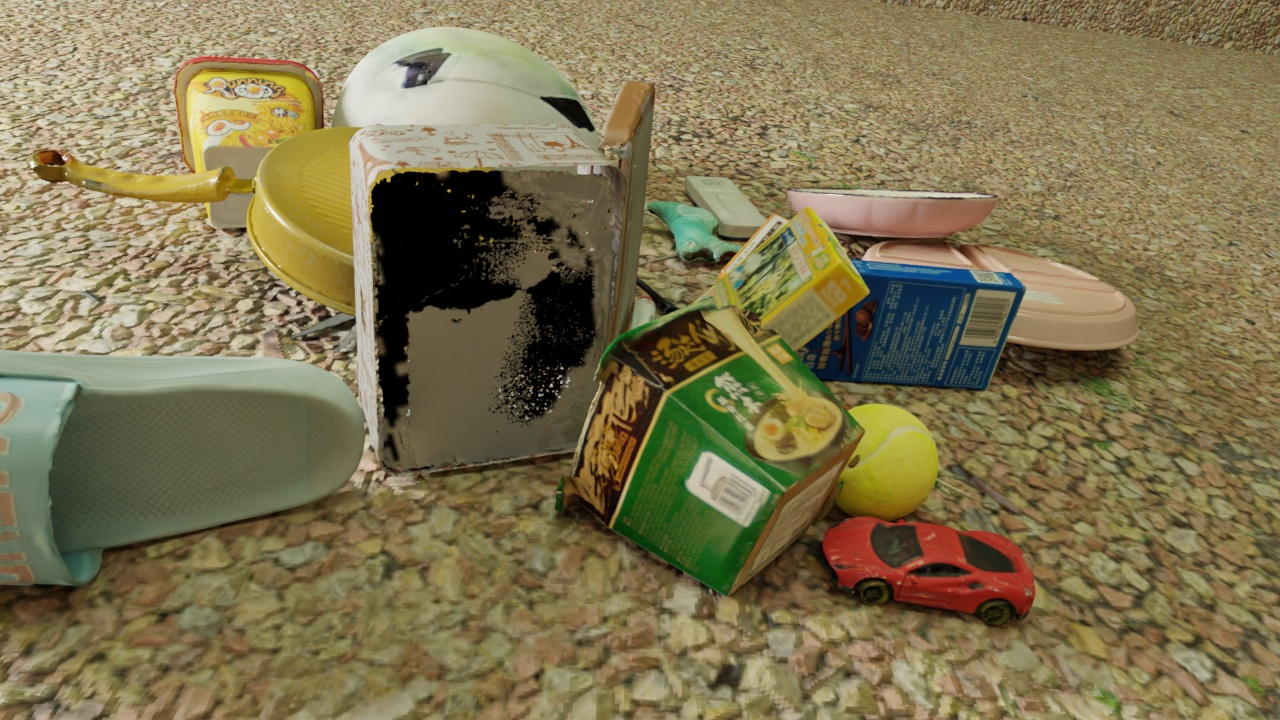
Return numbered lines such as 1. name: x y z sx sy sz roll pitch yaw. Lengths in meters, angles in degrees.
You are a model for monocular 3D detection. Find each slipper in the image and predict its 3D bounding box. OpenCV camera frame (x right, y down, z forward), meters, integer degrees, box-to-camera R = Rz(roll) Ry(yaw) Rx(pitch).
1. slipper: -0.240 0.051 0.395 0.245 0.104 0.074 -3 33 -31

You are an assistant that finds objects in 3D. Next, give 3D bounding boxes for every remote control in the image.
1. remote control: 0.084 -0.152 0.899 0.049 0.024 0.125 -1 31 -17

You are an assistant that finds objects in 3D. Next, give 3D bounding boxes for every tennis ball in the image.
1. tennis ball: 0.131 0.057 0.509 0.065 0.066 0.065 6 30 -4

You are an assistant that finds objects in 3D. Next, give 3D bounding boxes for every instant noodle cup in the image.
1. instant noodle cup: -0.318 -0.174 0.758 0.116 0.116 0.123 -4 44 -22

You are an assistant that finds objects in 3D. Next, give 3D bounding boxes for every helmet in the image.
1. helmet: -0.152 -0.224 0.838 0.258 0.146 0.229 -3 32 -20

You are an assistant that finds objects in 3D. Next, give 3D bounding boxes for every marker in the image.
1. marker: -0.004 0.003 0.594 0.017 0.017 0.145 9 38 1

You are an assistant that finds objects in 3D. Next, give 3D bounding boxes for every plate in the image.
1. plate: 0.234 -0.141 0.867 0.192 0.039 0.192 1 13 -1
2. plate: 0.295 -0.063 0.766 0.229 0.028 0.229 7 23 -3

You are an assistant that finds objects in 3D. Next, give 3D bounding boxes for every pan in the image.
1. pan: -0.249 -0.110 0.645 0.357 0.078 0.197 18 35 -6

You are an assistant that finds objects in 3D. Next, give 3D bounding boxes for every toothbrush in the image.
1. toothbrush: 0.028 -0.032 0.688 0.016 0.014 0.189 -22 41 -30

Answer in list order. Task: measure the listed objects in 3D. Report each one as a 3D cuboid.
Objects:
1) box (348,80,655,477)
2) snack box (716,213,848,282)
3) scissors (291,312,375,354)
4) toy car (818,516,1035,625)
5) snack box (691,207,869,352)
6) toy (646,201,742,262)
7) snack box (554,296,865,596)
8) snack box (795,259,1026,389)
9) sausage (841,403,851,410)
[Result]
1. box: -0.053 -0.055 0.540 0.136 0.180 0.268 25 34 29
2. snack box: 0.119 -0.075 0.760 0.075 0.026 0.153 27 34 10
3. scissors: -0.171 -0.050 0.669 0.164 0.014 0.164 -4 33 -18
4. toy car: 0.145 0.103 0.469 0.106 0.031 0.049 8 29 2
5. snack box: 0.070 -0.027 0.579 0.033 0.141 0.086 39 20 -24
6. toy: 0.054 -0.109 0.815 0.096 0.030 0.091 11 34 -11
7. snack box: 0.040 0.047 0.468 0.105 0.118 0.117 38 40 25
8. snack box: 0.179 -0.025 0.642 0.157 0.085 0.026 4 30 -8
9. sausage: 0.112 0.030 0.594 0.165 0.021 0.021 30 36 32
